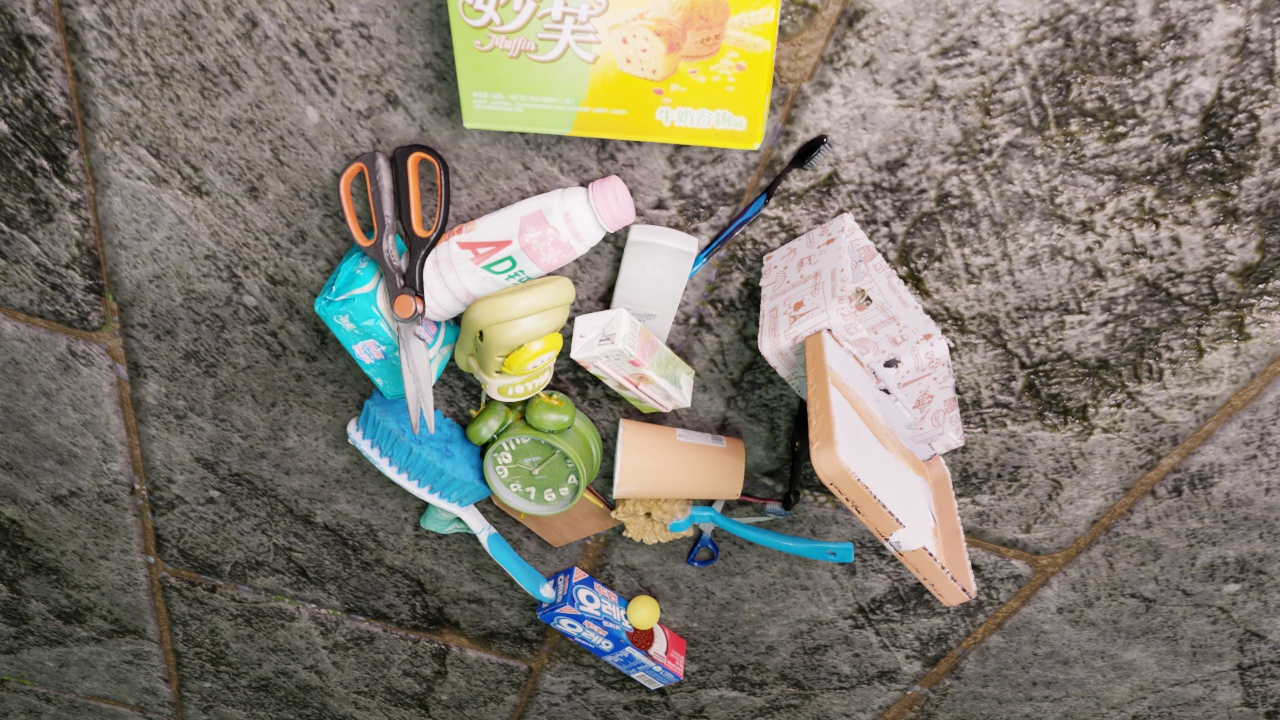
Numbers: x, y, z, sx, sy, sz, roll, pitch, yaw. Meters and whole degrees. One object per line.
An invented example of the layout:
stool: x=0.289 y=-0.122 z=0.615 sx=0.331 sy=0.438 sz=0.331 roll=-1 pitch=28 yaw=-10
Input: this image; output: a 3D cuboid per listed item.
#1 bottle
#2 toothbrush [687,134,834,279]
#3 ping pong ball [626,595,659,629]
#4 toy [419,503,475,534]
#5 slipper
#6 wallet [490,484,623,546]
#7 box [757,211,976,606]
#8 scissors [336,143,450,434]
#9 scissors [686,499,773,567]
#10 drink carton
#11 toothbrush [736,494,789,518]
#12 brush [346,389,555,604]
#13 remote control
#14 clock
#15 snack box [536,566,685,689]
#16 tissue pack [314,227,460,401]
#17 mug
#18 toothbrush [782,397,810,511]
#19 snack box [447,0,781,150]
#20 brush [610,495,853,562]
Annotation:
bottle: x=-0.098 y=-0.092 z=0.736 sx=0.197 sy=0.068 sz=0.068 roll=-19 pitch=127 yaw=21
toothbrush: x=0.082 y=-0.110 z=0.722 sx=0.016 sy=0.014 sz=0.190 roll=12 pitch=140 yaw=-36
ping pong ball: x=0.004 y=0.304 z=1.106 sx=0.040 sy=0.040 sz=0.040 roll=5 pitch=134 yaw=5
toy: x=-0.214 y=0.171 z=1.029 sx=0.096 sy=0.030 sz=0.092 roll=19 pitch=138 yaw=-18
slipper: x=-0.099 y=-0.010 z=0.759 sx=0.081 sy=0.091 sz=0.191 roll=65 pitch=157 yaw=4
wallet: x=-0.091 y=0.159 z=1.003 sx=0.101 sy=0.020 sz=0.115 roll=-23 pitch=128 yaw=27
box: x=0.169 y=0.032 z=0.671 sx=0.082 sy=0.259 sz=0.177 roll=-29 pitch=122 yaw=29
scissors: x=-0.197 y=-0.055 z=0.726 sx=0.148 sy=0.021 sz=0.235 roll=16 pitch=96 yaw=15
scissors: x=0.063 y=0.181 z=0.989 sx=0.162 sy=0.012 sz=0.175 roll=5 pitch=140 yaw=14
drink carton: x=-0.005 y=0.005 z=0.797 sx=0.054 sy=0.045 sz=0.122 roll=-10 pitch=148 yaw=31
toothbrush: x=0.065 y=0.139 z=0.956 sx=0.187 sy=0.017 sz=0.016 roll=12 pitch=134 yaw=-2
brush: x=-0.178 y=0.150 z=0.964 sx=0.314 sy=0.060 sz=0.110 roll=41 pitch=127 yaw=-18
remote control: x=0.007 y=-0.060 z=0.760 sx=0.056 sy=0.019 sz=0.135 roll=11 pitch=145 yaw=-4
clock: x=-0.104 y=0.084 z=0.898 sx=0.116 sy=0.056 sz=0.161 roll=-12 pitch=118 yaw=18
snack box: x=-0.032 y=0.332 z=1.127 sx=0.057 sy=0.058 sz=0.207 roll=-32 pitch=121 yaw=33
tissue pack: x=-0.214 y=-0.040 z=0.785 sx=0.050 sy=0.093 sz=0.133 roll=-10 pitch=131 yaw=24
mug: x=0.036 y=0.099 z=0.889 sx=0.123 sy=0.078 sz=0.078 roll=5 pitch=134 yaw=-2
toothbrush: x=0.157 y=0.077 z=0.878 sx=0.026 sy=0.027 sz=0.213 roll=42 pitch=147 yaw=33
snack box: x=-0.016 y=-0.226 z=0.589 sx=0.210 sy=0.069 sz=0.158 roll=5 pitch=134 yaw=5
brush: x=0.083 y=0.166 z=0.908 sx=0.255 sy=0.045 sz=0.083 roll=8 pitch=133 yaw=25
